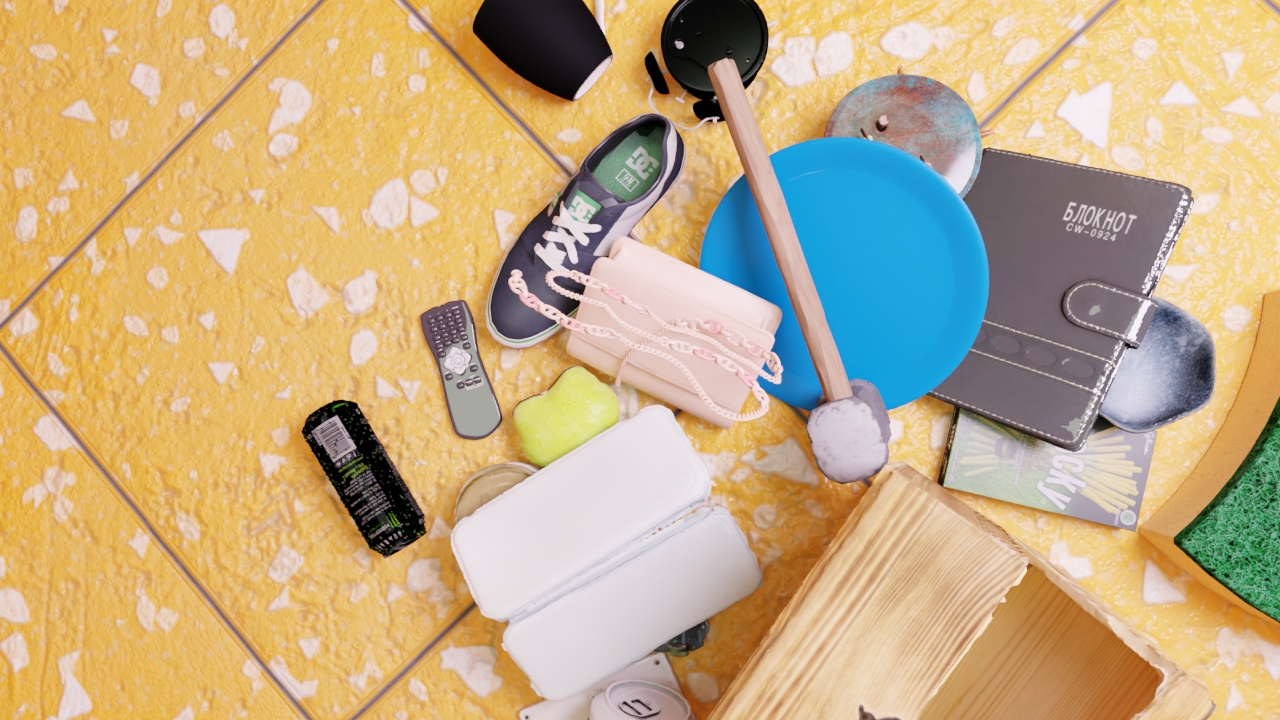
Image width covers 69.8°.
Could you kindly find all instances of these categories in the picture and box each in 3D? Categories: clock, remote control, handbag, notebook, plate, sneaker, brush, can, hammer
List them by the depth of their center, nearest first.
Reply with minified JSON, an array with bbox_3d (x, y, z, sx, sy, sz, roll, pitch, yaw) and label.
[{"bbox_3d":[0.528,0.084,0.681,0.195,0.075,0.250,28,91,8],"label":"brush"},{"bbox_3d":[0.116,-0.067,0.691,0.052,0.098,0.328,-19,93,19],"label":"hammer"},{"bbox_3d":[-0.003,0.004,0.697,0.199,0.186,0.117,26,123,4],"label":"handbag"},{"bbox_3d":[0.303,-0.053,0.709,0.170,0.029,0.209,24,93,36],"label":"notebook"},{"bbox_3d":[-0.008,0.333,0.724,0.088,0.087,0.140,13,98,8],"label":"can"},{"bbox_3d":[0.157,-0.064,0.728,0.225,0.024,0.225,9,113,21],"label":"plate"},{"bbox_3d":[0.196,-0.151,0.736,0.121,0.073,0.157,38,93,7],"label":"clock"},{"bbox_3d":[-0.053,-0.109,0.762,0.084,0.079,0.235,40,93,6],"label":"sneaker"},{"bbox_3d":[0.055,-0.253,0.773,0.091,0.042,0.121,33,92,8],"label":"clock"},{"bbox_3d":[-0.032,0.294,0.775,0.136,0.011,0.050,-24,85,5],"label":"remote control"},{"bbox_3d":[-0.110,0.129,0.777,0.086,0.043,0.086,0,88,7],"label":"can"},{"bbox_3d":[-0.237,0.100,0.789,0.054,0.054,0.137,-33,84,4],"label":"can"},{"bbox_3d":[-0.157,0.009,0.805,0.046,0.009,0.124,-18,85,6],"label":"remote control"}]

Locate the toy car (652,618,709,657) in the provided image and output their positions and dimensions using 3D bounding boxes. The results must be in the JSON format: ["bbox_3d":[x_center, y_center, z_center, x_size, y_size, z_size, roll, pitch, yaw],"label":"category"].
[{"bbox_3d":[0.004,0.219,0.765,0.107,0.030,0.049,3,86,4],"label":"toy car"}]

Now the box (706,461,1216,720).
[{"bbox_3d":[0.187,0.241,0.632,0.221,0.258,0.279,33,96,16],"label":"box"}]

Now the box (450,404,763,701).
[{"bbox_3d":[-0.027,0.155,0.720,0.211,0.084,0.186,-29,84,0],"label":"box"}]

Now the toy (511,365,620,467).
[{"bbox_3d":[-0.049,0.067,0.772,0.092,0.046,0.115,-37,91,3],"label":"toy"}]

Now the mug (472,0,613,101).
[{"bbox_3d":[-0.067,-0.284,0.780,0.100,0.085,0.118,43,63,-5],"label":"mug"}]

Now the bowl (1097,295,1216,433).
[{"bbox_3d":[0.378,0.008,0.708,0.110,0.055,0.110,-7,67,15],"label":"bowl"}]

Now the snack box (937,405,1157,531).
[{"bbox_3d":[0.322,0.078,0.733,0.147,0.025,0.080,13,89,8],"label":"snack box"}]
